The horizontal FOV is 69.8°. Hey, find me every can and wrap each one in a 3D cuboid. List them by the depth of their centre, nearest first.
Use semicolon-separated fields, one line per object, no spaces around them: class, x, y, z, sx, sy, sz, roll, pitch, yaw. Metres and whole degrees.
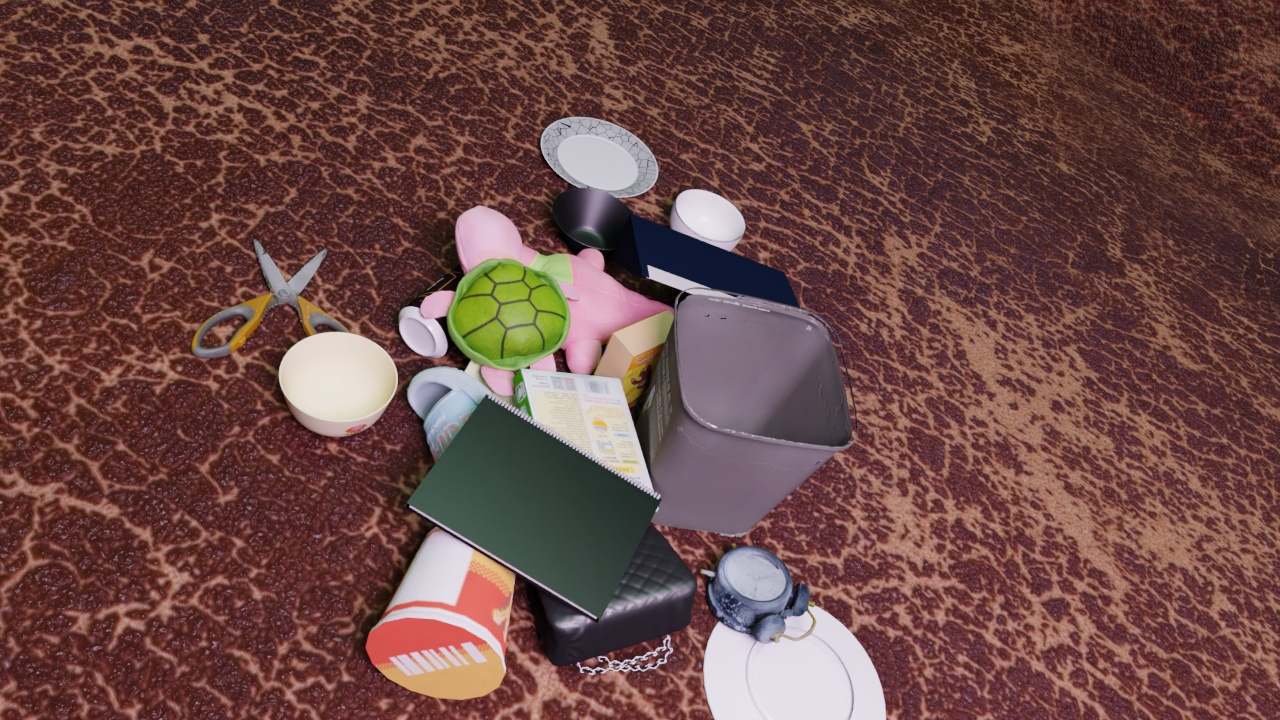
can;-0.229;-0.063;1.111;0.072;0.072;0.128;34;47;7

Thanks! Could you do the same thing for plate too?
plate;0.167;0.342;0.967;0.208;0.015;0.208;12;48;-13
plate;-0.065;-0.313;1.434;0.188;0.016;0.188;12;48;-13

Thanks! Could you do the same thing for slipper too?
slipper;-0.169;0.105;0.974;0.245;0.104;0.074;47;47;13

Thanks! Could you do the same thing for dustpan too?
dustpan;0.080;-0.108;1.225;0.236;0.080;0.272;18;30;-17

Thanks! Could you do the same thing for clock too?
clock;0.130;0.256;0.991;0.129;0.052;0.090;36;44;25

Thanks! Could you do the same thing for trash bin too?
trash bin;0.096;0.071;1.029;0.197;0.221;0.197;11;48;-14

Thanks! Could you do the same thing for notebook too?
notebook;-0.097;0.136;0.886;0.206;0.016;0.148;31;51;0

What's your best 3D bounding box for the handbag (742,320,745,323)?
handbag;0.156;0.011;1.179;0.169;0.145;0.068;20;48;-44

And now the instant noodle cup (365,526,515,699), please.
instant noodle cup;-0.175;0.228;0.858;0.123;0.124;0.120;19;39;-7

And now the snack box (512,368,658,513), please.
snack box;-0.060;0.089;0.983;0.131;0.027;0.167;7;53;-37

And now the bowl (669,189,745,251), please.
bowl;0.093;-0.194;1.365;0.113;0.063;0.113;13;46;-14

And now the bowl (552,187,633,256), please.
bowl;-0.070;-0.182;1.294;0.124;0.053;0.123;12;48;-13

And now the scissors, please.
scissors;-0.424;-0.059;1.065;0.224;0.016;0.225;-23;63;-36

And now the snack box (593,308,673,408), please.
snack box;-0.007;0.006;1.107;0.088;0.126;0.040;-25;64;-37

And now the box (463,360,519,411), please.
box;-0.126;0.072;1.058;0.188;0.091;0.083;35;82;9

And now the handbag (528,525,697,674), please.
handbag;-0.035;0.241;0.933;0.153;0.115;0.125;-14;41;-19

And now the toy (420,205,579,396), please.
toy;-0.154;-0.067;1.052;0.190;0.088;0.238;-8;67;-18

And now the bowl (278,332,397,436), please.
bowl;-0.325;0.038;0.982;0.118;0.074;0.117;12;48;-13

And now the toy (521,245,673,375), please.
toy;-0.062;-0.069;1.170;0.236;0.097;0.191;13;60;-14
